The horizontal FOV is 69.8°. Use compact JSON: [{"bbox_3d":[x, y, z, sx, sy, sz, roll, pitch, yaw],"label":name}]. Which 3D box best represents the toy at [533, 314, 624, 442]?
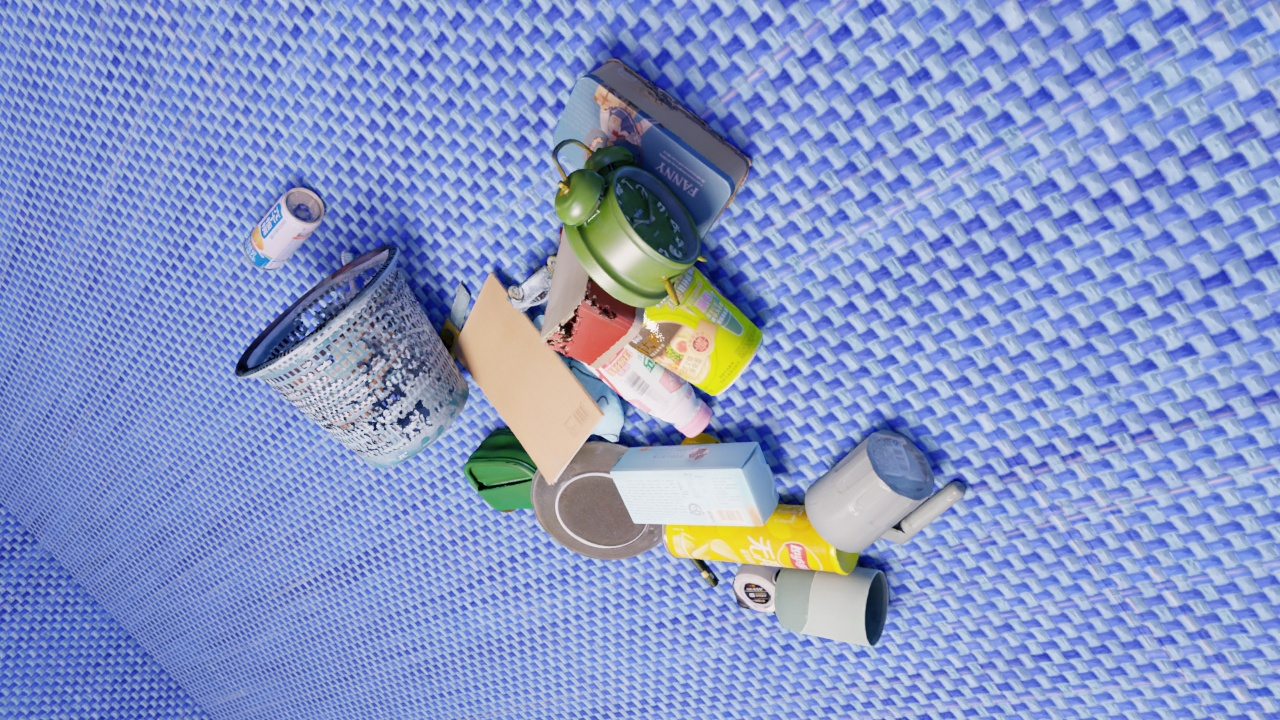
[{"bbox_3d":[-0.071,0.022,1.038,0.161,0.049,0.157,42,128,-1],"label":"toy"}]

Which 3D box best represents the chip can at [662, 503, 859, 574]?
[{"bbox_3d":[0.130,0.191,1.014,0.214,0.071,0.072,-3,120,34],"label":"chip can"}]

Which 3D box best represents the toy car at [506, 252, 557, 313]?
[{"bbox_3d":[-0.094,-0.090,0.967,0.037,0.054,0.121,51,133,-5],"label":"toy car"}]

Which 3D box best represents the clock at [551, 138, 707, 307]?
[{"bbox_3d":[-0.015,-0.120,0.771,0.161,0.115,0.056,46,124,-10],"label":"clock"}]

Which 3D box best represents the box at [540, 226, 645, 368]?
[{"bbox_3d":[-0.045,-0.086,0.848,0.077,0.168,0.092,26,139,-24],"label":"box"}]

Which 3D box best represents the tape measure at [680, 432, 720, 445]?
[{"bbox_3d":[0.071,0.106,1.021,0.060,0.028,0.057,-3,121,35],"label":"tape measure"}]

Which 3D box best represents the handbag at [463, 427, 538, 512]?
[{"bbox_3d":[-0.153,0.149,1.179,0.132,0.067,0.120,-5,127,34],"label":"handbag"}]

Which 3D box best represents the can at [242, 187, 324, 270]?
[{"bbox_3d":[-0.445,-0.163,1.143,0.135,0.053,0.053,-28,104,43],"label":"can"}]

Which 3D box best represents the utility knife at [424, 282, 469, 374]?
[{"bbox_3d":[-0.244,-0.018,1.144,0.033,0.015,0.216,33,134,5],"label":"utility knife"}]

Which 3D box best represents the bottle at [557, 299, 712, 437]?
[{"bbox_3d":[-0.006,0.006,0.963,0.197,0.068,0.068,41,136,-17],"label":"bottle"}]

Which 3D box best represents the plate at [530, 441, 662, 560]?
[{"bbox_3d":[-0.045,0.176,1.102,0.179,0.024,0.180,3,118,5],"label":"plate"}]

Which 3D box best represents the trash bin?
[{"bbox_3d":[-0.316,0.009,1.074,0.227,0.225,0.195,-13,123,39],"label":"trash bin"}]

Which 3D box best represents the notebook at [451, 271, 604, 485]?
[{"bbox_3d":[-0.134,0.023,1.051,0.211,0.012,0.150,51,136,14],"label":"notebook"}]

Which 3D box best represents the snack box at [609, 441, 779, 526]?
[{"bbox_3d":[0.057,0.134,0.992,0.175,0.051,0.074,-6,117,36],"label":"snack box"}]

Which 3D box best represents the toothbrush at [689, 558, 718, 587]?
[{"bbox_3d":[0.036,0.210,1.132,0.186,0.012,0.017,52,140,-10],"label":"toothbrush"}]

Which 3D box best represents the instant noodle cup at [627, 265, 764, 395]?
[{"bbox_3d":[0.049,-0.032,0.886,0.123,0.111,0.112,37,135,-6],"label":"instant noodle cup"}]

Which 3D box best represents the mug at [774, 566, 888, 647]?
[{"bbox_3d":[0.215,0.270,1.019,0.106,0.082,0.111,1,154,32],"label":"mug"}]

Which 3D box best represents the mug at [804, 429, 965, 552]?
[{"bbox_3d":[0.242,0.134,0.905,0.124,0.083,0.104,19,135,-16],"label":"mug"}]

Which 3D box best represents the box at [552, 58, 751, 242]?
[{"bbox_3d":[0.015,-0.182,0.824,0.184,0.061,0.090,38,135,6],"label":"box"}]

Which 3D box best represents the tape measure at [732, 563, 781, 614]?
[{"bbox_3d":[0.144,0.267,1.088,0.066,0.033,0.066,4,126,29],"label":"tape measure"}]

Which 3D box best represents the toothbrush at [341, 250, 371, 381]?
[{"bbox_3d":[-0.362,-0.044,1.196,0.027,0.026,0.225,13,128,19],"label":"toothbrush"}]
